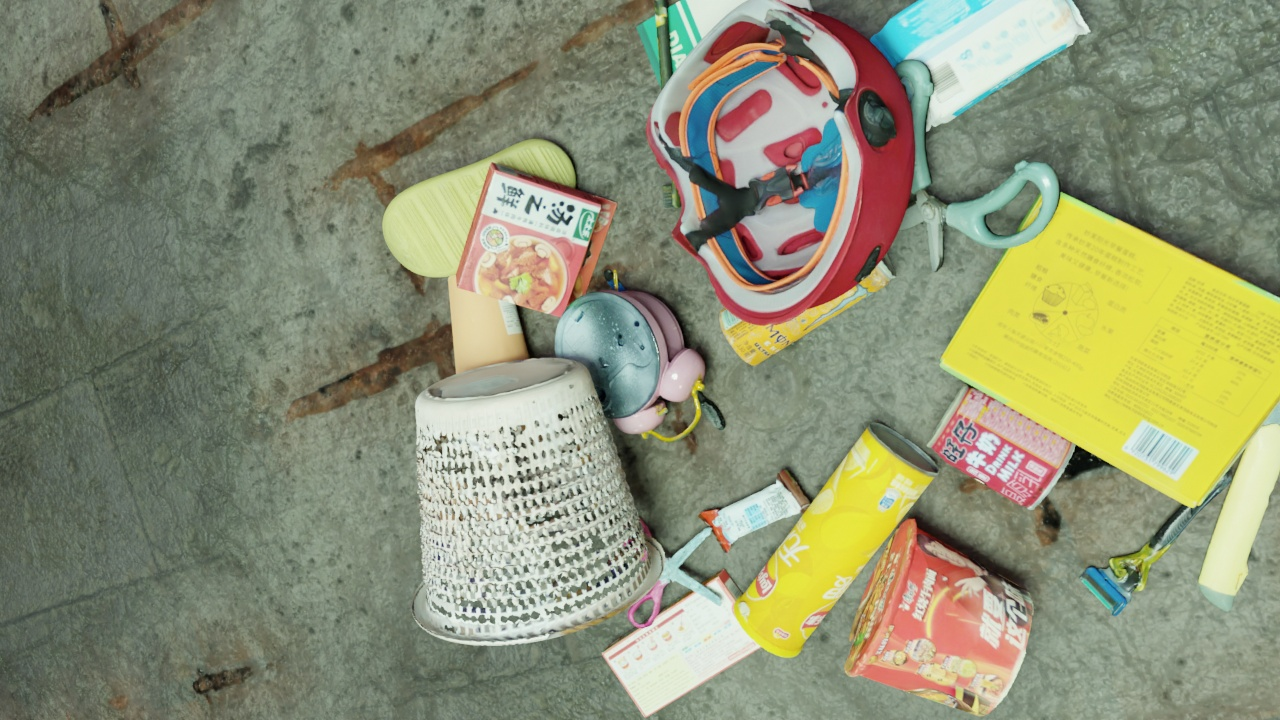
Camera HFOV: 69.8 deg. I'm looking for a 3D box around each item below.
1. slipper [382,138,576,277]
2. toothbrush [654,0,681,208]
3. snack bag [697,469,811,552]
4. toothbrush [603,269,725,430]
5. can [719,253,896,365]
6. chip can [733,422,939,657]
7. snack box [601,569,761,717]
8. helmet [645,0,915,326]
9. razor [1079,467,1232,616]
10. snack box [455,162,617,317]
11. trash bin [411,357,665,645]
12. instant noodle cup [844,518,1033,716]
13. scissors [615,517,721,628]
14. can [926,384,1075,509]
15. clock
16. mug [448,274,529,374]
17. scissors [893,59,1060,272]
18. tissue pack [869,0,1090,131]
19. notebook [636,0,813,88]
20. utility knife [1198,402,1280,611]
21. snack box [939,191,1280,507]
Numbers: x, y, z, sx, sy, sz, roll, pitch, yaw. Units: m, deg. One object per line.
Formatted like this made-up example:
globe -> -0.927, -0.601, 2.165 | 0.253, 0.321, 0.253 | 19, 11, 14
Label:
slipper -> -0.151, -0.147, 0.886 | 0.190, 0.081, 0.091 | -26, 101, -1
toothbrush -> 0.022, -0.230, 0.823 | 0.017, 0.012, 0.186 | 1, 100, 36
snack bag -> 0.104, 0.140, 0.843 | 0.104, 0.026, 0.048 | -35, 90, 22
toothbrush -> 0.021, -0.011, 0.863 | 0.014, 0.016, 0.189 | -39, 81, 18
can -> 0.140, -0.055, 0.783 | 0.146, 0.058, 0.058 | -33, 84, 23
chip can -> 0.167, 0.157, 0.796 | 0.072, 0.072, 0.214 | 37, 109, 14
snack box -> 0.042, 0.275, 0.887 | 0.156, 0.027, 0.077 | -39, 82, 23
helmet -> 0.126, -0.147, 0.701 | 0.208, 0.143, 0.240 | -34, 68, 52
razor -> 0.409, 0.137, 0.718 | 0.143, 0.022, 0.042 | -55, 32, 16
snack box -> -0.093, -0.107, 0.844 | 0.127, 0.044, 0.113 | 14, 107, -20
trash bin -> -0.104, 0.107, 0.799 | 0.228, 0.226, 0.192 | -4, 103, 23
instant noodle cup -> 0.242, 0.211, 0.742 | 0.108, 0.137, 0.138 | 23, 106, 10
scissors -> 0.022, 0.204, 0.875 | 0.133, 0.017, 0.135 | 28, 100, 33
can -> 0.286, 0.067, 0.734 | 0.094, 0.066, 0.067 | 32, 108, 16
clock -> -0.005, 0.005, 0.840 | 0.158, 0.059, 0.117 | 53, 126, 12
mug -> -0.150, -0.026, 0.903 | 0.078, 0.078, 0.122 | -10, 89, 24
scissors -> 0.231, -0.152, 0.695 | 0.179, 0.019, 0.170 | 66, 157, -5
tissue pack -> 0.258, -0.250, 0.703 | 0.140, 0.063, 0.090 | -30, 87, 26
notebook -> 0.097, -0.232, 0.802 | 0.151, 0.012, 0.209 | -22, 89, 25
utility knife -> 0.464, 0.090, 0.688 | 0.031, 0.022, 0.213 | 16, 110, 19
snack box -> 0.359, -0.014, 0.690 | 0.210, 0.070, 0.158 | 32, 108, 16
